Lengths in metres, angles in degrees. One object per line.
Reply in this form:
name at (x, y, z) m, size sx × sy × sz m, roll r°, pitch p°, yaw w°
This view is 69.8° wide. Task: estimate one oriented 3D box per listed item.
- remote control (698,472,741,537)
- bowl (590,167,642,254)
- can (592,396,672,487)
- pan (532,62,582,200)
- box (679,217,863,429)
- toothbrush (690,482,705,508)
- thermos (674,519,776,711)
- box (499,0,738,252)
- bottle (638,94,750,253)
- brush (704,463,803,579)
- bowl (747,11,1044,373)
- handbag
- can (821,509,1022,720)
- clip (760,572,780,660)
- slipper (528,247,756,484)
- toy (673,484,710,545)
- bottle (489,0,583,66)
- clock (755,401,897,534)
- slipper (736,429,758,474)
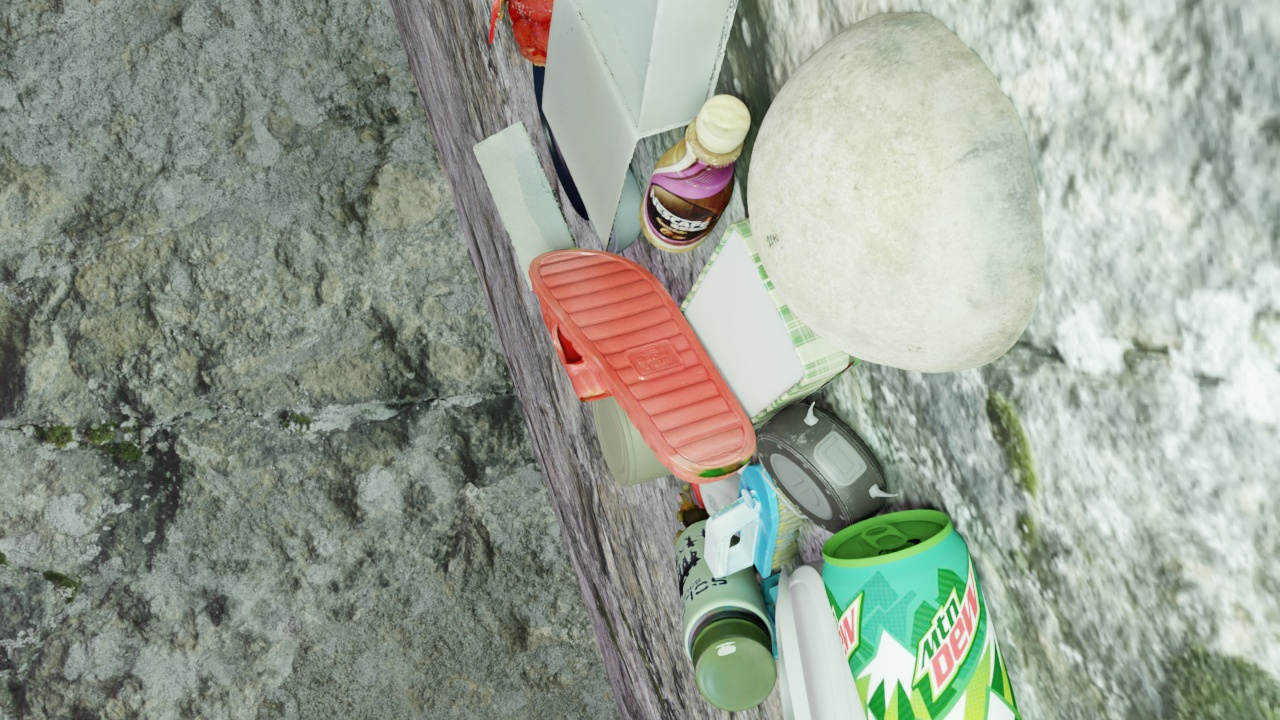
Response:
remote control at (0.088, 0.137, 0.885) m, size 0.114 × 0.028 × 0.060 m, roll 177°, pitch 74°, yaw -76°
bowl at (-0.025, -0.160, 0.906) m, size 0.106 × 0.039 × 0.106 m, roll 161°, pitch 90°, yaw -77°
can at (0.000, 0.073, 1.024) m, size 0.128 × 0.073 × 0.128 m, roll 165°, pitch 90°, yaw -73°
pan at (-0.078, -0.299, 0.960) m, size 0.357 × 0.021 × 0.198 m, roll 90°, pitch 157°, yaw -56°
box at (0.084, -0.018, 0.650) m, size 0.117 × 0.051 × 0.206 m, roll 65°, pitch 166°, yaw 12°
toothbrush at (0.070, 0.171, 1.028) m, size 0.012 × 0.018 × 0.212 m, roll 104°, pitch 145°, yaw -67°
thermos at (0.074, 0.227, 0.830) m, size 0.231 × 0.082 × 0.082 m, roll -96°, pitch -10°, yaw -77°
box at (-0.028, -0.224, 0.701) m, size 0.369 × 0.098 × 0.166 m, roll 115°, pitch 135°, yaw -62°
bottle at (0.040, -0.130, 0.644) m, size 0.166 × 0.059 × 0.059 m, roll 124°, pitch 126°, yaw -72°
brush at (0.092, 0.130, 0.759) m, size 0.136 × 0.075 × 0.055 m, roll 88°, pitch 158°, yaw -52°
bowl at (0.102, -0.068, 0.442) m, size 0.179 × 0.081 × 0.178 m, roll 160°, pitch 90°, yaw -75°
handbag at (0.131, 0.256, 0.674) m, size 0.223 × 0.095 × 0.215 m, roll 105°, pitch 162°, yaw -67°
can at (0.159, 0.165, 0.520) m, size 0.083 × 0.083 × 0.144 m, roll 175°, pitch 76°, yaw -77°
clip at (0.135, 0.252, 0.873) m, size 0.102 × 0.027 × 0.119 m, roll -141°, pitch 33°, yaw -61°
slipper at (-0.004, 0.004, 0.703) m, size 0.248 × 0.103 × 0.059 m, roll 52°, pitch 146°, yaw 30°
toy at (0.060, 0.175, 0.989) m, size 0.076 × 0.062 × 0.100 m, roll 57°, pitch -176°, yaw -41°
bottle at (-0.084, -0.321, 0.800) m, size 0.111 × 0.098 × 0.099 m, roll 94°, pitch 154°, yaw -49°
clock at (0.119, 0.070, 0.605) m, size 0.091 × 0.043 × 0.123 m, roll 49°, pitch 165°, yaw 8°
slipper at (0.051, 0.039, 0.844) m, size 0.221 × 0.055 × 0.107 m, roll -146°, pitch 41°, yaw -70°
